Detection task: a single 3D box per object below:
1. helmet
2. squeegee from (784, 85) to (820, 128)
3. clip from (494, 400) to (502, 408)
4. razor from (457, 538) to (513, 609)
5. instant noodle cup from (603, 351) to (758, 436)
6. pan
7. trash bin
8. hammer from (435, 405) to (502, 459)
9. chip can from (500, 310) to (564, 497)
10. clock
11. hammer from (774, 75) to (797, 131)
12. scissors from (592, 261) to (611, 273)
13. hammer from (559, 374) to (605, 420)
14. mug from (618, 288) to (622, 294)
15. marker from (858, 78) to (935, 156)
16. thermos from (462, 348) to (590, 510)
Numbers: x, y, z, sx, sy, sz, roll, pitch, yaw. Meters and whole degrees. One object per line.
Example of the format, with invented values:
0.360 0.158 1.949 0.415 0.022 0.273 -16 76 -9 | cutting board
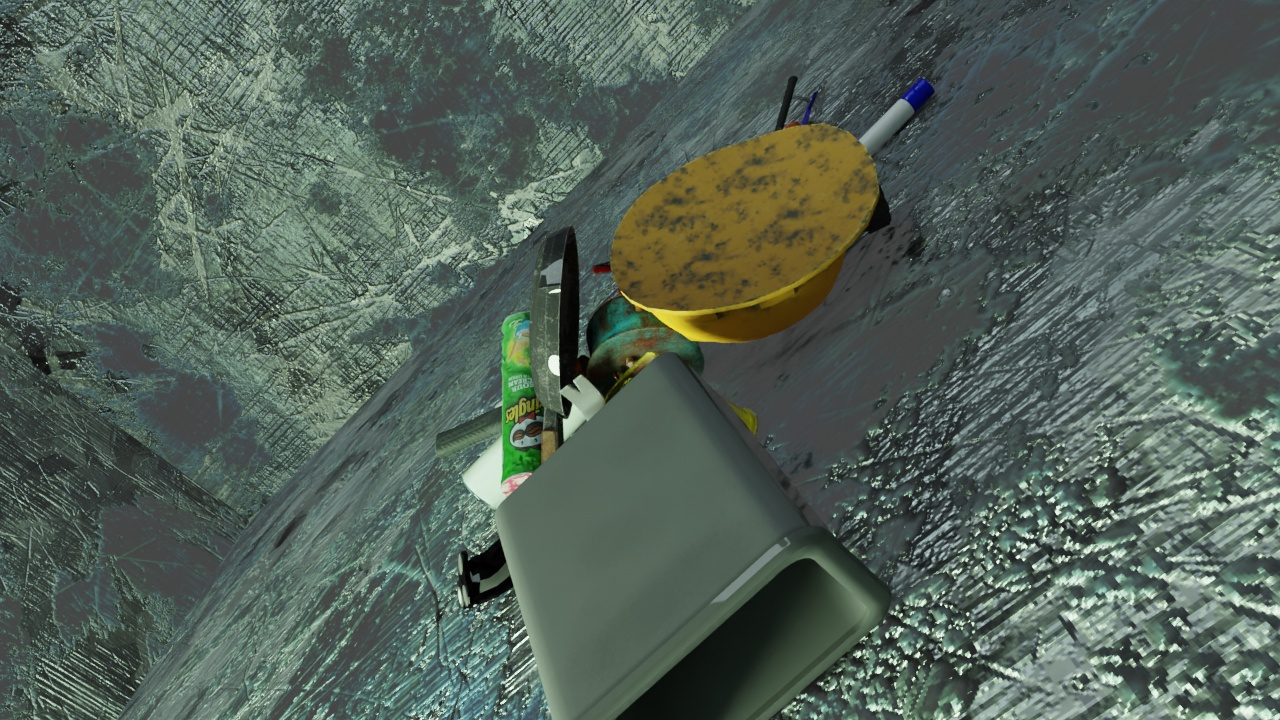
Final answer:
0.110 -0.098 0.881 0.255 0.131 0.205 -26 49 5 | helmet
0.177 -0.269 1.241 0.185 0.055 0.249 -45 0 9 | squeegee
-0.138 0.045 1.274 0.127 0.110 0.150 -34 32 31 | clip
-0.129 0.196 0.959 0.155 0.060 0.057 -34 -2 -25 | razor
0.031 0.051 0.788 0.102 0.108 0.102 -45 16 16 | instant noodle cup
-0.092 0.034 0.942 0.208 0.040 0.356 87 -174 -72 | pan
0.015 0.125 0.584 0.192 0.097 0.219 -43 32 6 | trash bin
-0.124 0.052 1.118 0.319 0.032 0.130 -24 53 23 | hammer
-0.123 0.048 1.048 0.076 0.075 0.222 -34 47 37 | chip can
-0.006 0.006 0.957 0.158 0.121 0.073 -52 33 34 | clock
0.134 -0.185 1.053 0.095 0.015 0.324 -18 52 63 | hammer
0.035 -0.132 1.242 0.199 0.015 0.179 -12 -19 1 | scissors
-0.004 0.100 0.796 0.029 0.127 0.323 -38 24 0 | hammer
0.030 -0.090 1.159 0.097 0.080 0.116 -33 29 41 | mug
0.275 -0.261 1.037 0.133 0.023 0.027 -45 -4 8 | marker
-0.126 0.087 1.165 0.230 0.068 0.068 -45 17 5 | thermos
